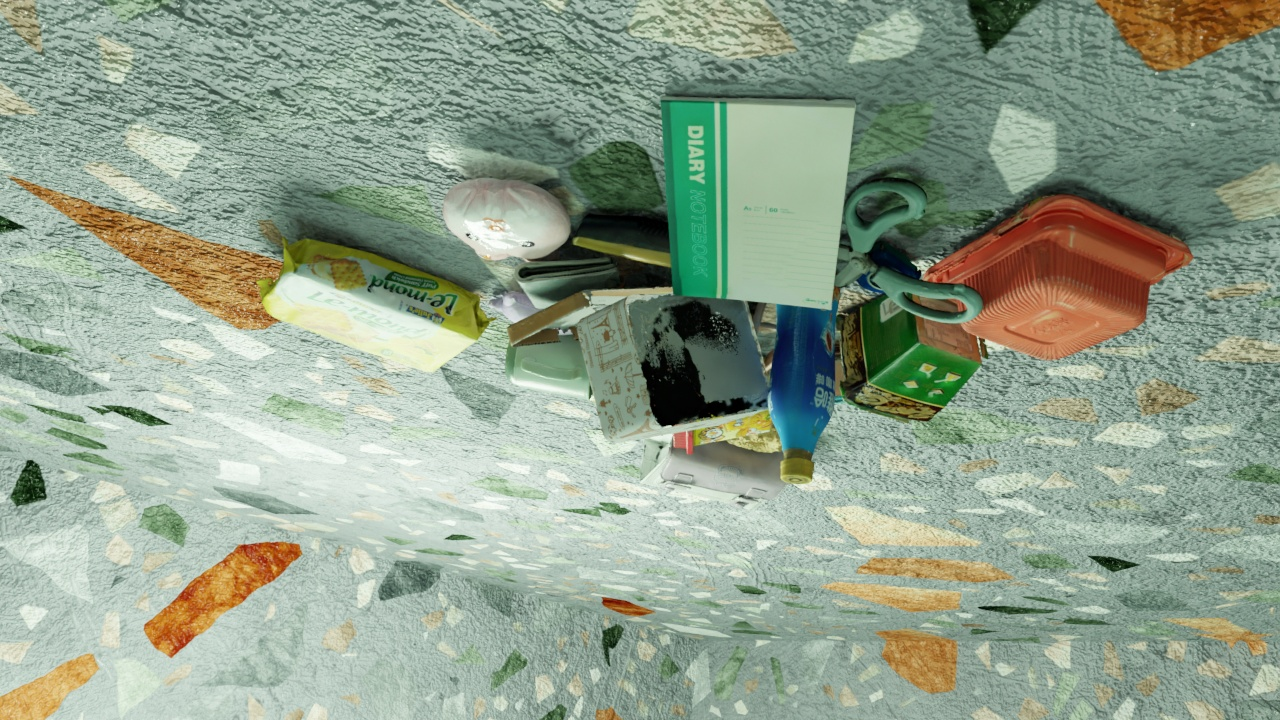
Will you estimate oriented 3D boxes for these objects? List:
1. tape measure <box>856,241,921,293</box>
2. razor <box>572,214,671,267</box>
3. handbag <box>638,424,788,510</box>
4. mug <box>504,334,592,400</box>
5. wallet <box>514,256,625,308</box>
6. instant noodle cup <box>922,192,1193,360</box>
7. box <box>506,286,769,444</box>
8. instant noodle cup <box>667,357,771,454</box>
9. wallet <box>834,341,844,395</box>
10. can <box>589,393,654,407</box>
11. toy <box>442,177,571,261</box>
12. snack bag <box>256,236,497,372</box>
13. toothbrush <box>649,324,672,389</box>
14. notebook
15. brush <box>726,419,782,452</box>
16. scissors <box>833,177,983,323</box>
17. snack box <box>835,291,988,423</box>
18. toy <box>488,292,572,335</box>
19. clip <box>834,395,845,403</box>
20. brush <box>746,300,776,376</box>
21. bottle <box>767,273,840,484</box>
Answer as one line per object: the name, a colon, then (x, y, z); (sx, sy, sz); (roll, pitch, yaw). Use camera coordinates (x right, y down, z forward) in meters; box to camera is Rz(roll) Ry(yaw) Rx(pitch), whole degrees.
tape measure: (0.233, -0.089, 0.880); (0.058, 0.025, 0.055); (30, 151, -26)
razor: (0.017, -0.109, 0.876); (0.167, 0.062, 0.068); (10, 127, 8)
handbag: (0.114, 0.161, 1.409); (0.197, 0.098, 0.145); (14, 150, -13)
mug: (-0.107, 0.002, 1.107); (0.106, 0.082, 0.111); (11, -167, 2)
wallet: (-0.068, -0.075, 0.952); (0.106, 0.037, 0.130); (-3, 172, 1)
instant noodle cup: (0.367, -0.063, 0.827); (0.164, 0.079, 0.189); (16, 157, -17)
box: (-0.001, 0.009, 0.938); (0.180, 0.157, 0.198); (-8, 171, -46)
instant noodle cup: (0.099, 0.048, 1.144); (0.123, 0.116, 0.116); (-5, 155, 1)
wallet: (0.240, 0.013, 1.104); (0.101, 0.032, 0.124); (-2, 155, 17)
can: (-0.030, 0.043, 1.227); (0.059, 0.058, 0.116); (-8, 152, 33)
toy: (-0.125, -0.127, 0.887); (0.121, 0.054, 0.159); (7, 164, 4)
snack bag: (-0.309, -0.065, 1.064); (0.246, 0.068, 0.158); (21, 154, -26)
toothbrush: (0.010, 0.030, 1.156); (0.026, 0.027, 0.213); (15, 141, -1)
notebook: (0.095, -0.128, 0.776); (0.150, 0.012, 0.209); (5, 138, 11)
brush: (0.094, 0.084, 1.314); (0.254, 0.045, 0.083); (15, 160, -5)
scissors: (0.223, -0.101, 0.811); (0.170, 0.019, 0.181); (25, 152, 29)
snack box: (0.279, -0.015, 0.944); (0.117, 0.118, 0.106); (16, 143, -18)
toy: (-0.119, -0.054, 1.064); (0.108, 0.039, 0.084); (16, 173, -25)
clip: (0.271, 0.046, 1.187); (0.057, 0.014, 0.045); (-10, 152, 33)
brush: (0.125, -0.015, 1.036); (0.073, 0.063, 0.146); (17, 158, 7)
bottle: (0.159, 0.012, 0.893); (0.065, 0.218, 0.065); (6, 157, 2)
